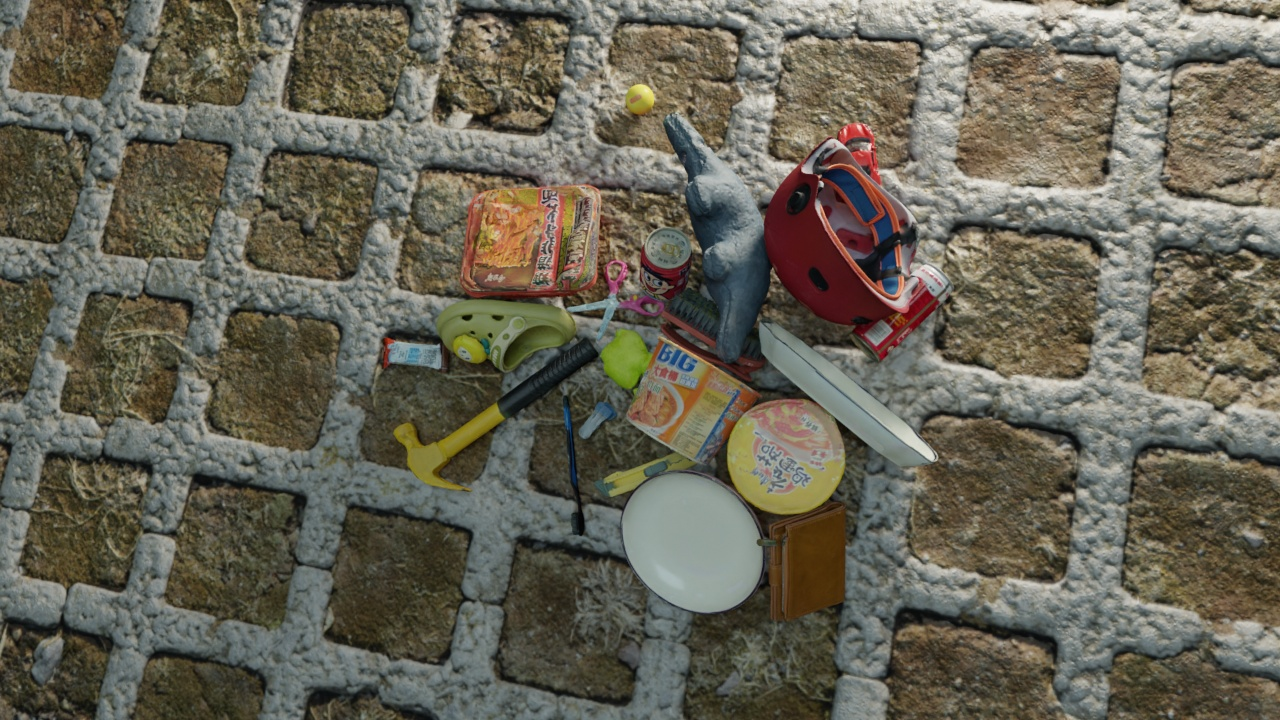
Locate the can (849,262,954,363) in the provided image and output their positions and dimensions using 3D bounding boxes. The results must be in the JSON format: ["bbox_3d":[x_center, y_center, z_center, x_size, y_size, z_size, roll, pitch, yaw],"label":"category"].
[{"bbox_3d":[0.330,-0.061,1.159,0.133,0.053,0.053,-44,76,1],"label":"can"}]

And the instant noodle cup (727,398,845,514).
[{"bbox_3d":[0.179,0.121,1.127,0.138,0.110,0.138,-2,80,10],"label":"instant noodle cup"}]

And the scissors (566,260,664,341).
[{"bbox_3d":[-0.036,-0.084,1.229,0.133,0.017,0.130,-9,67,-16],"label":"scissors"}]

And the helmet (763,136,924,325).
[{"bbox_3d":[0.232,-0.131,1.117,0.144,0.207,0.239,-33,31,39],"label":"helmet"}]

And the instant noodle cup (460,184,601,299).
[{"bbox_3d":[-0.143,-0.151,1.235,0.189,0.079,0.164,0,66,9],"label":"instant noodle cup"}]

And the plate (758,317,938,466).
[{"bbox_3d":[0.242,0.043,1.109,0.266,0.161,0.034,41,104,12],"label":"plate"}]

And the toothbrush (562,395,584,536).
[{"bbox_3d":[-0.093,0.139,1.223,0.016,0.014,0.189,-15,76,31],"label":"toothbrush"}]

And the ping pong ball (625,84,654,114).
[{"bbox_3d":[-0.001,-0.363,1.277,0.040,0.040,0.040,-2,80,10],"label":"ping pong ball"}]

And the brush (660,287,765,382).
[{"bbox_3d":[0.097,-0.030,1.197,0.146,0.063,0.069,32,118,12],"label":"brush"}]

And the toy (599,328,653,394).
[{"bbox_3d":[-0.007,0.007,1.220,0.100,0.031,0.096,7,80,8],"label":"toy"}]

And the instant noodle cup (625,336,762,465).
[{"bbox_3d":[0.060,0.054,1.143,0.151,0.151,0.111,31,91,13],"label":"instant noodle cup"}]

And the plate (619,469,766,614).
[{"bbox_3d":[0.068,0.220,1.138,0.193,0.038,0.192,8,109,24],"label":"plate"}]

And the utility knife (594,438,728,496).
[{"bbox_3d":[0.030,0.138,1.203,0.190,0.020,0.031,-22,82,1],"label":"utility knife"}]

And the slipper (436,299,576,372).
[{"bbox_3d":[-0.181,-0.030,1.221,0.190,0.092,0.081,-1,55,5],"label":"slipper"}]

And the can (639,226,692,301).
[{"bbox_3d":[0.033,-0.126,1.196,0.066,0.094,0.066,1,68,-2],"label":"can"}]

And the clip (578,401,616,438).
[{"bbox_3d":[-0.061,0.081,1.224,0.058,0.043,0.027,-45,79,8],"label":"clip"}]

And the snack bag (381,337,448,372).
[{"bbox_3d":[-0.316,-0.008,1.280,0.104,0.026,0.048,1,87,10],"label":"snack bag"}]

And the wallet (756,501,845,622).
[{"bbox_3d":[0.196,0.243,1.092,0.119,0.035,0.131,-11,110,-23],"label":"wallet"}]

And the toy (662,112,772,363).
[{"bbox_3d":[0.106,-0.159,1.175,0.092,0.137,0.356,-28,66,38],"label":"toy"}]

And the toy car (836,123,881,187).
[{"bbox_3d":[0.289,-0.265,1.214,0.049,0.031,0.106,-7,77,8],"label":"toy car"}]

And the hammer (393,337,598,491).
[{"bbox_3d":[-0.186,0.067,1.241,0.301,0.033,0.128,-35,77,3],"label":"hammer"}]
